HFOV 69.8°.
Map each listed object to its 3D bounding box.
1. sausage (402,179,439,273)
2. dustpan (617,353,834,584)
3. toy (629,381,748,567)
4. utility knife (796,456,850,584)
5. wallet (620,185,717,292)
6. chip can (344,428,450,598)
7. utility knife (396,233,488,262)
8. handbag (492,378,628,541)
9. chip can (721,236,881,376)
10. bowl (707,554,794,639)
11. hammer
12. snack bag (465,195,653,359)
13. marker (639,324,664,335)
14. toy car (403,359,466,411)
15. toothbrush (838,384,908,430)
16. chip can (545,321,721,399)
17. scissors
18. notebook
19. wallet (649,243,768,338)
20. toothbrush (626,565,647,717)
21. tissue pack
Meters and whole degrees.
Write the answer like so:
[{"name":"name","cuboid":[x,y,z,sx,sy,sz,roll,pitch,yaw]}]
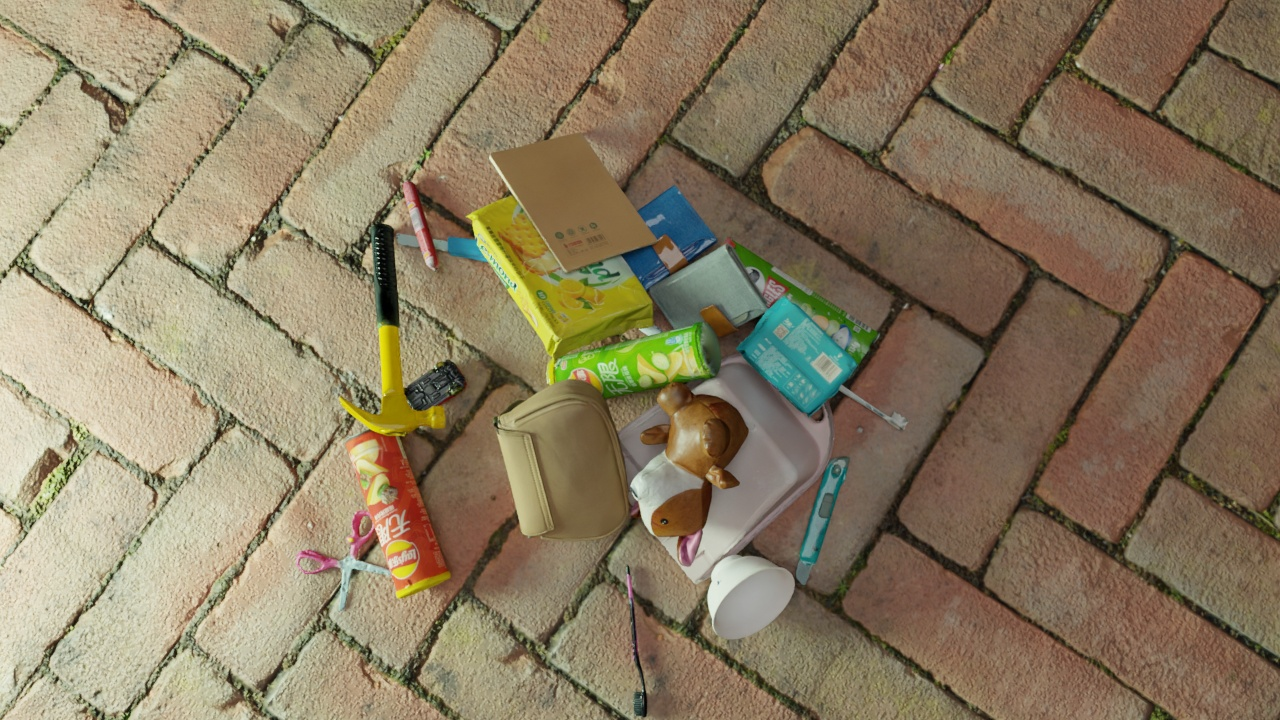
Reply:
[{"name":"sausage","cuboid":[-0.302,-0.185,1.259,0.020,0.020,0.155,-20,70,-1]},{"name":"dustpan","cuboid":[0.116,0.124,1.209,0.274,0.138,0.222,-40,82,24]},{"name":"toy","cuboid":[0.048,0.136,1.102,0.130,0.140,0.200,-1,122,-34]},{"name":"utility knife","cuboid":[0.235,0.205,1.188,0.029,0.013,0.176,18,82,6]},{"name":"wallet","cuboid":[0.023,-0.162,1.244,0.133,0.040,0.106,-35,77,-2]},{"name":"chip can","cuboid":[-0.313,0.192,1.183,0.073,0.073,0.216,-22,81,-1]},{"name":"utility knife","cuboid":[-0.232,-0.154,1.261,0.218,0.018,0.034,9,69,4]},{"name":"handbag","cuboid":[-0.095,0.127,1.152,0.147,0.099,0.205,-12,111,-4]},{"name":"chip can","cuboid":[0.196,-0.071,1.204,0.236,0.072,0.072,33,84,6]},{"name":"bowl","cuboid":[0.126,0.283,1.147,0.118,0.118,0.064,-36,44,-4]},{"name":"hammer","cuboid":[-0.334,-0.044,1.212,0.128,0.033,0.300,-4,68,-15]},{"name":"snack bag","cuboid":[-0.108,-0.119,1.197,0.157,0.068,0.246,-23,70,-31]},{"name":"marker","cuboid":[0.035,-0.027,1.222,0.131,0.022,0.018,35,122,17]},{"name":"toy car","cuboid":[-0.285,0.044,1.225,0.106,0.031,0.049,-36,80,-9]},{"name":"toothbrush","cuboid":[0.274,0.037,1.212,0.180,0.016,0.016,33,76,6]},{"name":"chip can","cuboid":[-0.007,0.007,1.162,0.222,0.072,0.072,-13,80,23]},{"name":"scissors","cuboid":[-0.387,0.261,1.205,0.134,0.017,0.133,8,85,0]},{"name":"notebook","cuboid":[-0.089,-0.215,1.219,0.147,0.008,0.207,-22,67,-30]},{"name":"wallet","cuboid":[0.088,-0.077,1.185,0.130,0.036,0.106,-27,103,34]},{"name":"toothbrush","cuboid":[-0.009,0.359,1.174,0.018,0.014,0.189,-9,80,13]},{"name":"tissue pack","cuboid":[0.194,-0.004,1.147,0.133,0.050,0.093,44,93,1]}]
